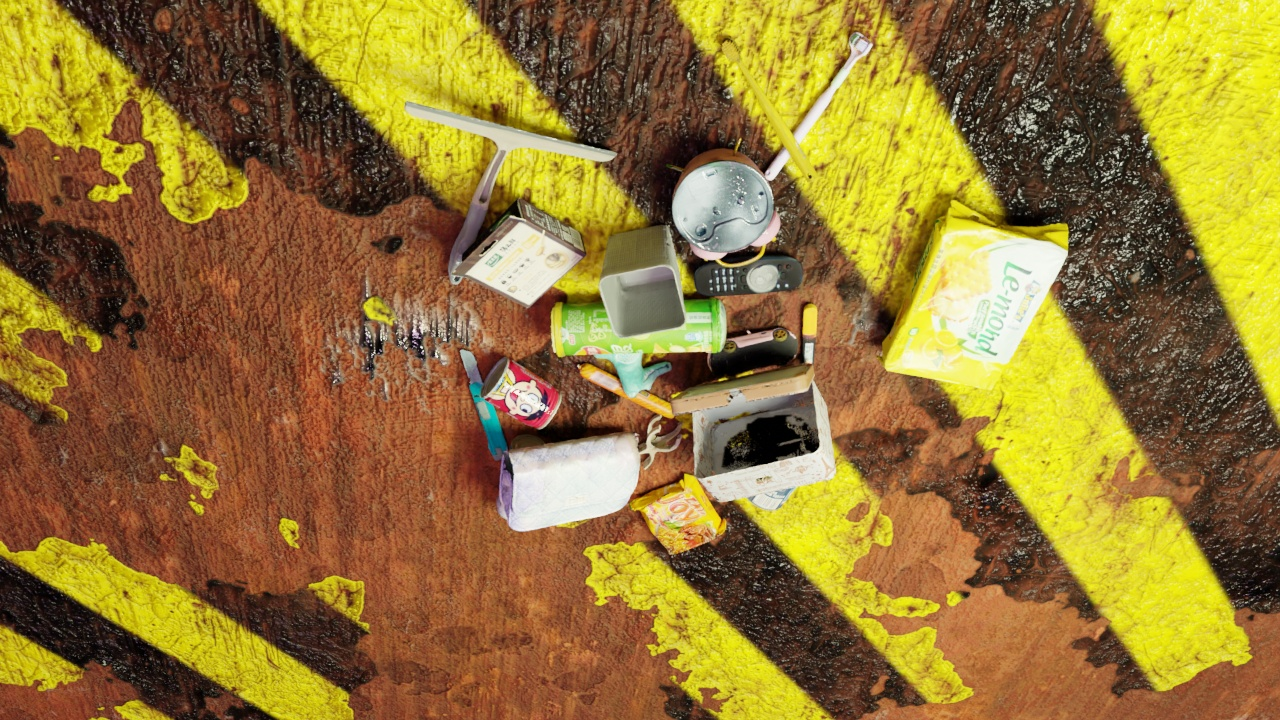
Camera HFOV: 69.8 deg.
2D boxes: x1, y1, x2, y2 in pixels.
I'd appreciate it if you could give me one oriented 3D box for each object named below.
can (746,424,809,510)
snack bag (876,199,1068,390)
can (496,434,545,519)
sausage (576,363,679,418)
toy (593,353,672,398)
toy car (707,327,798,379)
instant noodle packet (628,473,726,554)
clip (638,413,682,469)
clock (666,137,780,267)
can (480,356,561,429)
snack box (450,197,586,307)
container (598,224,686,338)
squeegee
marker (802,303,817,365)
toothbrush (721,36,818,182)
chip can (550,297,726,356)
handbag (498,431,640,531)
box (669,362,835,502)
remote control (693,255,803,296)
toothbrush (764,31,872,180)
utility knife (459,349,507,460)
[{"bbox_3d":[0.198,0.154,1.319,0.075,0.075,0.111,20,125,-13],"label":"can"},{"bbox_3d":[0.406,-0.076,1.145,0.158,0.068,0.247,10,126,-5],"label":"snack bag"},{"bbox_3d":[-0.178,0.175,1.359,0.053,0.053,0.135,13,126,-8],"label":"can"},{"bbox_3d":[-0.016,0.043,1.275,0.165,0.021,0.022,27,123,-17],"label":"sausage"},{"bbox_3d":[-0.007,0.007,1.241,0.096,0.030,0.092,-21,118,-5],"label":"toy"},{"bbox_3d":[0.149,-0.012,1.222,0.122,0.037,0.056,-12,132,-4],"label":"toy car"},{"bbox_3d":[0.059,0.238,1.406,0.111,0.044,0.128,-26,121,15],"label":"instant noodle packet"},{"bbox_3d":[0.010,0.112,1.321,0.105,0.034,0.083,-31,124,31],"label":"clip"},{"bbox_3d":[0.102,-0.176,1.085,0.117,0.059,0.158,-17,123,13],"label":"clock"},{"bbox_3d":[-0.162,0.046,1.254,0.093,0.066,0.067,34,121,-22],"label":"can"},{"bbox_3d":[-0.148,-0.130,1.109,0.113,0.053,0.125,-38,136,26],"label":"snack box"},{"bbox_3d":[0.004,-0.100,1.110,0.090,0.114,0.090,-10,126,8],"label":"container"},{"bbox_3d":[-0.189,-0.189,1.098,0.246,0.039,0.247,7,136,-27],"label":"squeegee"},{"bbox_3d":[0.225,-0.024,1.224,0.018,0.015,0.124,-2,129,5],"label":"marker"},{"bbox_3d":[0.144,-0.276,1.021,0.016,0.016,0.190,-26,115,27],"label":"toothbrush"},{"bbox_3d":[-0.001,-0.043,1.179,0.221,0.072,0.073,-1,127,3],"label":"chip can"},{"bbox_3d":[-0.099,0.170,1.300,0.193,0.075,0.134,-9,131,-23],"label":"handbag"},{"bbox_3d":[0.146,0.068,1.202,0.183,0.152,0.178,-16,143,19],"label":"box"},{"bbox_3d":[0.135,-0.108,1.156,0.136,0.024,0.053,-4,124,4],"label":"remote control"},{"bbox_3d":[0.194,-0.279,1.030,0.021,0.029,0.190,-5,140,-44],"label":"toothbrush"},{"bbox_3d":[-0.223,0.067,1.304,0.029,0.013,0.208,-7,126,7],"label":"utility knife"}]
